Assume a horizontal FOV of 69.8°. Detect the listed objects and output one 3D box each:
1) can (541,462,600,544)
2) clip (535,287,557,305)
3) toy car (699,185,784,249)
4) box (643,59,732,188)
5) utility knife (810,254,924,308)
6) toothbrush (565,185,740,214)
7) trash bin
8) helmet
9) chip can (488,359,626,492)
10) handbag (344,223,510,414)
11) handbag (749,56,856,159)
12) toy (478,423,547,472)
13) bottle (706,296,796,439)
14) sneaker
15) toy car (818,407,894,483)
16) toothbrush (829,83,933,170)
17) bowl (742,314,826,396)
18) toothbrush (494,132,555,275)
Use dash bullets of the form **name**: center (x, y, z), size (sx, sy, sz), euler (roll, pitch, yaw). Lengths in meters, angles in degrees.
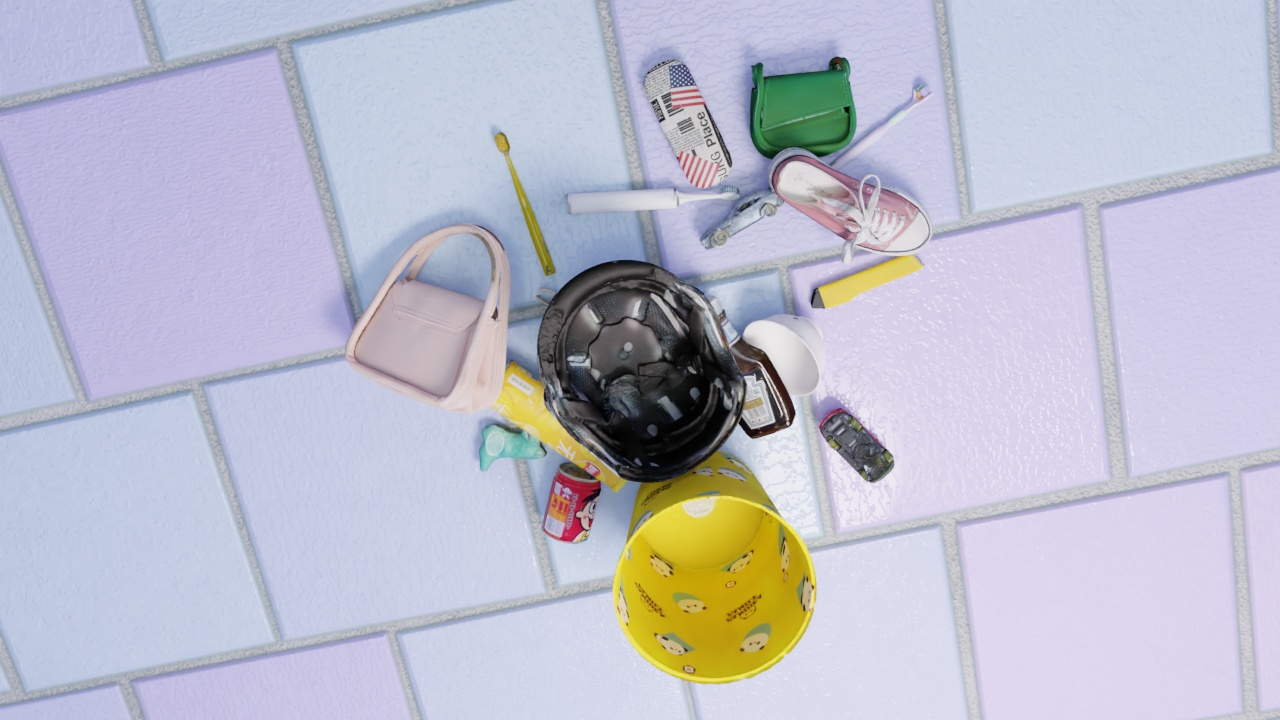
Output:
- **can**: center (-0.092, 0.191, 1.237), size (0.066, 0.066, 0.094), euler (13, 102, -3)
- **clip**: center (-0.077, -0.075, 1.195), size (0.095, 0.035, 0.102), euler (-40, 92, 13)
- **toy car**: center (0.127, -0.182, 1.158), size (0.121, 0.054, 0.037), euler (-33, 103, 8)
- **box**: center (0.060, -0.293, 1.143), size (0.069, 0.052, 0.164), euler (-26, 100, -7)
- **utility knife**: center (0.294, -0.103, 1.195), size (0.156, 0.015, 0.033), euler (-21, 108, 4)
- **toothbrush**: center (0.016, -0.205, 1.167), size (0.221, 0.027, 0.026), euler (-3, 64, 1)
- **trash bin**: center (0.084, 0.234, 1.149), size (0.229, 0.255, 0.230), euler (0, 102, 0)
- **helmet**: center (-0.007, 0.007, 1.128), size (0.230, 0.157, 0.274), euler (-39, 101, -2)
- **chip can**: center (-0.100, 0.086, 1.197), size (0.213, 0.072, 0.072), euler (34, 101, -4)
- **handbag**: center (-0.248, -0.063, 1.153), size (0.193, 0.093, 0.234), euler (18, 88, 24)
- **handbag**: center (0.199, -0.309, 1.127), size (0.131, 0.068, 0.120), euler (-4, 96, 2)
- **toy**: center (-0.171, 0.106, 1.239), size (0.092, 0.030, 0.096), euler (5, 95, -6)
- **bottle**: center (0.127, 0.008, 1.181), size (0.080, 0.043, 0.195), euler (-22, 108, 30)
- **sneaker**: center (0.263, -0.178, 1.114), size (0.241, 0.087, 0.118), euler (21, 121, -24)
- **toy car**: center (0.289, 0.113, 1.229), size (0.053, 0.045, 0.120), euler (-42, 105, 11)
- **toothbrush**: center (0.285, -0.278, 1.154), size (0.189, 0.029, 0.021), euler (-40, 137, 9)
- **bowl**: center (0.197, -0.019, 1.182), size (0.064, 0.119, 0.118), euler (-42, 102, -31)
- **toothbrush**: center (-0.148, -0.199, 1.174), size (0.016, 0.016, 0.190), euler (-18, 102, 5)
